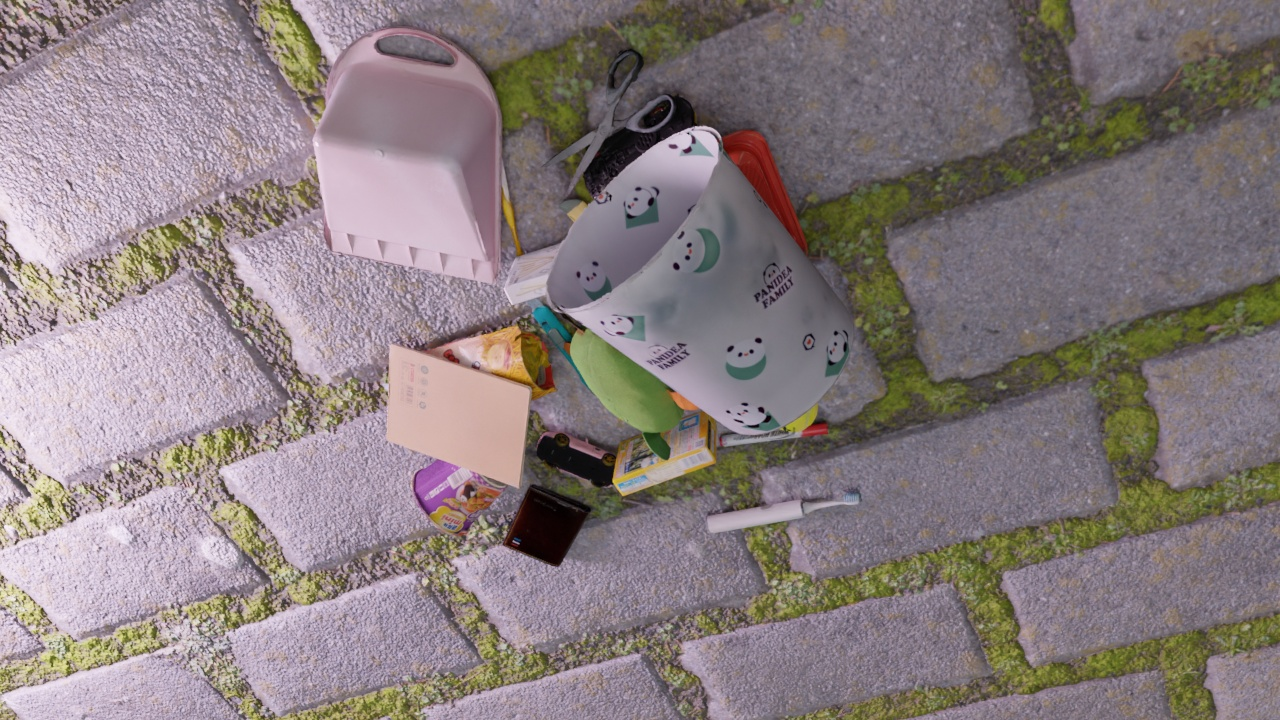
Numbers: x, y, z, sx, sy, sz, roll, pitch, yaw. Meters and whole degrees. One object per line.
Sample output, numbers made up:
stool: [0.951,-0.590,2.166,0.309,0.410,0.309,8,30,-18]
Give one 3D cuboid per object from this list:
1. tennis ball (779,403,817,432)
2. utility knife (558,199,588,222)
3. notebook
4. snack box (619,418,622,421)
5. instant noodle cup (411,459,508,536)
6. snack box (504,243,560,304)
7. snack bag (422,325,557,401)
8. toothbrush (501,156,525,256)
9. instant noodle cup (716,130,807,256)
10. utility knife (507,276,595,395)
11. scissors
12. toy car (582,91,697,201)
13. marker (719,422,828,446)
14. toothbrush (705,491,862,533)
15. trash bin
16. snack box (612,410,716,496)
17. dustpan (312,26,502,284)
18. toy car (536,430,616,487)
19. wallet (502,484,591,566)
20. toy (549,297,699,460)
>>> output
tennis ball: [0.195,0.059,1.178,0.065,0.065,0.066,2,122,4]
utility knife: [-0.032,-0.138,1.106,0.031,0.018,0.165,-35,111,28]
notebook: [-0.240,0.072,1.194,0.208,0.008,0.148,17,115,16]
snack box: [-0.007,0.007,1.188,0.075,0.026,0.154,-7,121,11]
instant noodle cup: [-0.243,0.169,1.271,0.099,0.111,0.111,-39,112,14]
snack box: [-0.078,-0.114,1.067,0.157,0.084,0.027,-16,119,13]
snack bag: [-0.219,0.025,1.207,0.208,0.073,0.128,-17,120,23]
toothbrush: [-0.158,-0.188,1.089,0.016,0.018,0.191,-7,118,7]
instant noodle cup: [0.092,-0.151,1.051,0.165,0.078,0.189,-18,123,20]
utility knife: [-0.106,-0.032,1.181,0.029,0.013,0.205,-27,116,20]
scissors: [-0.035,-0.257,1.002,0.175,0.014,0.159,7,95,27]
toy car: [0.000,-0.231,1.016,0.156,0.071,0.041,-31,158,25]
marker: [0.179,0.100,1.234,0.145,0.017,0.017,-8,121,10]
toothbrush: [0.202,0.214,1.296,0.221,0.026,0.026,-12,115,13]
trash bin: [0.071,-0.067,0.939,0.230,0.229,0.252,-36,121,24]
snack box: [0.033,0.122,1.220,0.141,0.086,0.034,-21,117,17]
dustpan: [-0.259,-0.233,1.066,0.222,0.138,0.274,13,150,1]
toy car: [-0.084,0.134,1.267,0.122,0.037,0.056,24,126,-6]
wallet: [-0.140,0.245,1.355,0.096,0.020,0.122,23,119,-9]
toy: [-0.017,0.012,1.096,0.227,0.089,0.247,25,158,40]
